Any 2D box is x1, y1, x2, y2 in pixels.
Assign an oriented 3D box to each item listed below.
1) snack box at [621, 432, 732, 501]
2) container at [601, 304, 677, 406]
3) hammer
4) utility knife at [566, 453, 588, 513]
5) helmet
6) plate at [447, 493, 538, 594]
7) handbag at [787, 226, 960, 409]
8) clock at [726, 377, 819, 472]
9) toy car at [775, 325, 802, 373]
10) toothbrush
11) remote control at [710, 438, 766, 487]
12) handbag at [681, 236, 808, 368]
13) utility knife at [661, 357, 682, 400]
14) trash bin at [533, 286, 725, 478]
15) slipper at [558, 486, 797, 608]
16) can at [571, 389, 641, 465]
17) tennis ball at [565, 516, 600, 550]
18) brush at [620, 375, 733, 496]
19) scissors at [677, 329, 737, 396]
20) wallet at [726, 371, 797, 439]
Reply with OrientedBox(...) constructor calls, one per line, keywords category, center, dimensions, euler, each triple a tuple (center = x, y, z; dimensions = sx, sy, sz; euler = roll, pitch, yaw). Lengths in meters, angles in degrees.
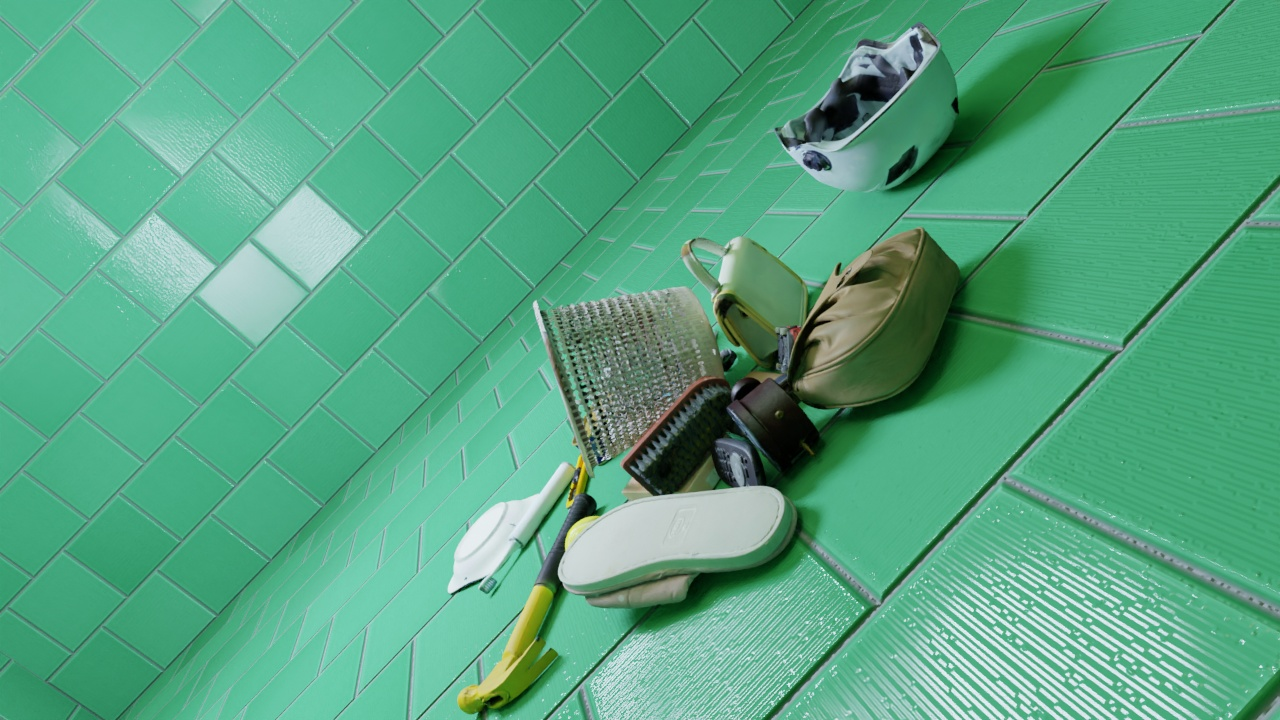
OrientedBox(category="snack box", center=(0.043, 0.126, 1.042), dimensions=(0.084, 0.026, 0.158), euler=(-53, 17, -24))
OrientedBox(category="container", center=(0.001, -0.005, 1.313), dimensions=(0.090, 0.090, 0.114), euler=(-51, 17, 40))
OrientedBox(category="hammer", center=(-0.111, 0.269, 1.069), dimensions=(0.129, 0.033, 0.299), euler=(-34, 20, 36))
OrientedBox(category="utility knife", center=(-0.086, 0.171, 1.284), dimensions=(0.033, 0.015, 0.192), euler=(-43, 16, 21))
OrientedBox(category="helmet", center=(0.318, -0.309, 1.209), dimensions=(0.229, 0.146, 0.259), euler=(-48, 24, -4))
OrientedBox(category="plate", center=(-0.230, 0.267, 1.386), dimensions=(0.164, 0.034, 0.163), euler=(-33, 19, 40))
OrientedBox(category="handbag", center=(0.217, -0.044, 0.878), dimensions=(0.148, 0.100, 0.203), euler=(-33, 15, 44))
OrientedBox(category="clock", center=(0.125, 0.058, 0.895), dimensions=(0.055, 0.082, 0.122), euler=(-41, 18, 1))
OrientedBox(category="toy car", center=(0.168, -0.013, 0.982), dimensions=(0.045, 0.053, 0.120), euler=(-3, 4, 7))
OrientedBox(category="toothbrush", center=(-0.160, 0.234, 1.295), dimensions=(0.220, 0.026, 0.027), euler=(-54, -21, -30))
OrientedBox(category="remote control", center=(0.100, 0.103, 0.907), dimensions=(0.024, 0.053, 0.136), euler=(-15, 3, -12))
OrientedBox(category="handbag", center=(0.118, -0.089, 1.110), dimensions=(0.063, 0.178, 0.163), euler=(-42, 16, 32))
OrientedBox(category="utility knife", center=(0.046, 0.021, 1.317), dimensions=(0.034, 0.018, 0.161), euler=(-37, 19, 26))
OrientedBox(category="trash bin", center=(-0.008, 0.007, 1.122), dimensions=(0.192, 0.227, 0.227), euler=(-19, 15, -4))
OrientedBox(category="slipper", center=(0.033, 0.180, 0.872), dimensions=(0.275, 0.054, 0.113), euler=(-20, 31, 36))
OrientedBox(category="can", center=(-0.043, 0.084, 1.330), dimensions=(0.075, 0.049, 0.147), euler=(-31, 21, 43))
OrientedBox(category="tennis ball", center=(-0.050, 0.204, 1.013), dimensions=(0.065, 0.065, 0.065), euler=(-42, 16, 14))
OrientedBox(category="brush", center=(0.043, 0.075, 0.990), dimensions=(0.145, 0.063, 0.069), euler=(-48, 29, -6))
OrientedBox(category="scissors", center=(0.088, 0.005, 1.265), dimensions=(0.159, 0.014, 0.179), euler=(-50, 13, -24))
OrientedBox(category="wallet", center=(0.125, 0.048, 1.017), dimensions=(0.090, 0.033, 0.115), euler=(-46, 14, -10))
